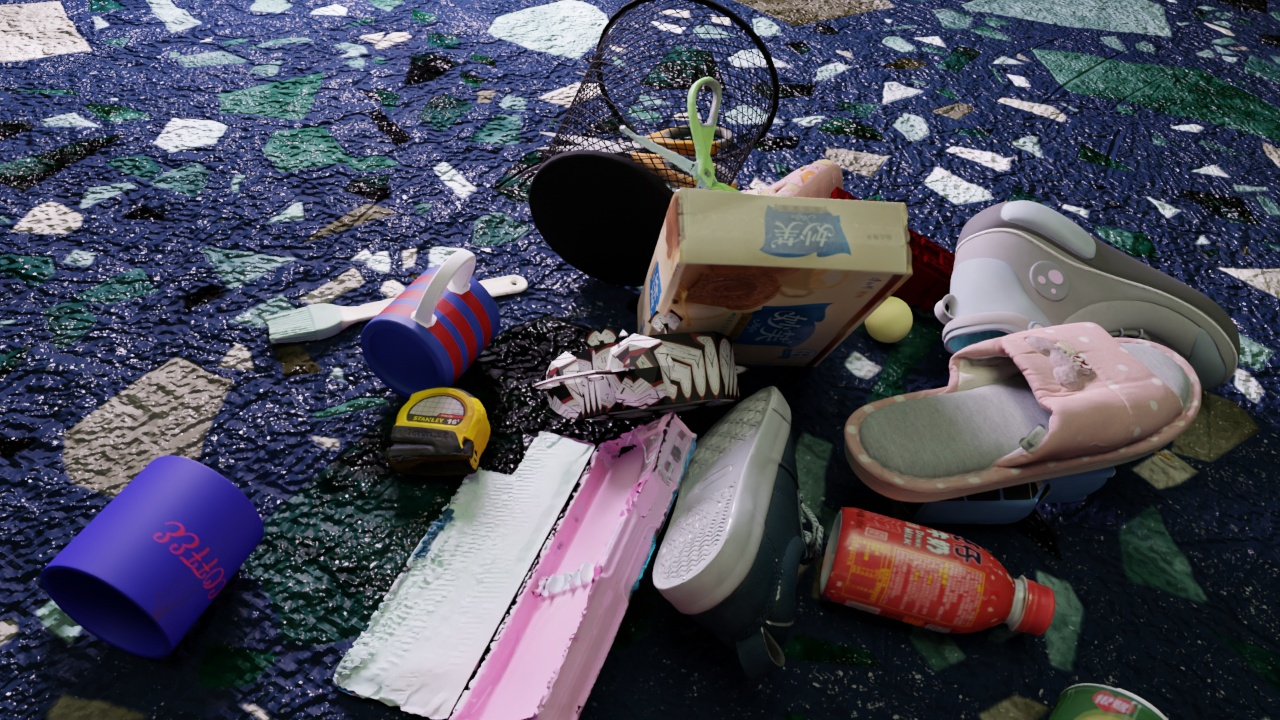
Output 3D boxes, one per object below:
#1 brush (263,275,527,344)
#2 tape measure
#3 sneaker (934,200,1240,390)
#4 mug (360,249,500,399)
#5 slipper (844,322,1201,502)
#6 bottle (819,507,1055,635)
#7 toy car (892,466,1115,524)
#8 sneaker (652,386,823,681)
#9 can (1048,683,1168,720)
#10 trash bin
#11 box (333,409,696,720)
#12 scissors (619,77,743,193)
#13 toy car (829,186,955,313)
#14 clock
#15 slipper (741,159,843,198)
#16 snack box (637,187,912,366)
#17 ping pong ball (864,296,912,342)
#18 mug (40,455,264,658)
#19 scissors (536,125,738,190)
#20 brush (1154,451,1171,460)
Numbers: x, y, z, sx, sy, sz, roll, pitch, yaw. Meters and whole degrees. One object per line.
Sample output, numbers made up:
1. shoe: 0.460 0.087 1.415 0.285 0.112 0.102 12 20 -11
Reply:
1. brush: -0.196 -0.046 0.763 0.217 0.012 0.033 -14 47 -24
2. tape measure: -0.138 0.050 0.644 0.066 0.037 0.064 -3 47 9
3. sneaker: 0.361 -0.011 0.742 0.256 0.093 0.160 30 59 -2
4. mug: -0.151 -0.032 0.679 0.075 0.112 0.076 32 45 3
5. slipper: 0.266 0.027 0.623 0.274 0.054 0.114 -15 43 -16
6. bottle: 0.188 0.139 0.581 0.137 0.062 0.061 15 43 6
7. toy car: 0.254 0.087 0.648 0.153 0.056 0.054 0 61 -1
8. sneaker: 0.074 0.098 0.591 0.087 0.089 0.235 46 29 -10
9. can: 0.231 0.234 0.479 0.067 0.067 0.120 33 48 25
10. trash bin: 0.008 -0.190 0.822 0.184 0.184 0.209 17 54 10
11. box: -0.064 0.127 0.570 0.161 0.062 0.229 -5 36 29
12. scissors: 0.051 -0.148 0.731 0.172 0.021 0.171 24 71 -38
13. toy car: 0.232 -0.084 0.825 0.169 0.062 0.070 27 41 -13
14. clock: -0.004 0.004 0.637 0.154 0.115 0.065 0 80 -47
15. slipper: 0.114 -0.128 0.845 0.081 0.093 0.196 26 46 31
16. snack box: 0.084 -0.050 0.668 0.153 0.208 0.055 2 73 -7
17. ping pong ball: 0.214 -0.035 0.790 0.040 0.040 0.040 4 42 -4
18. mug: -0.290 0.113 0.533 0.111 0.079 0.083 -6 35 28
19. scissors: 0.005 -0.231 0.991 0.225 0.016 0.174 16 42 10
20. brush: 0.351 0.050 0.734 0.126 0.017 0.048 29 46 21
